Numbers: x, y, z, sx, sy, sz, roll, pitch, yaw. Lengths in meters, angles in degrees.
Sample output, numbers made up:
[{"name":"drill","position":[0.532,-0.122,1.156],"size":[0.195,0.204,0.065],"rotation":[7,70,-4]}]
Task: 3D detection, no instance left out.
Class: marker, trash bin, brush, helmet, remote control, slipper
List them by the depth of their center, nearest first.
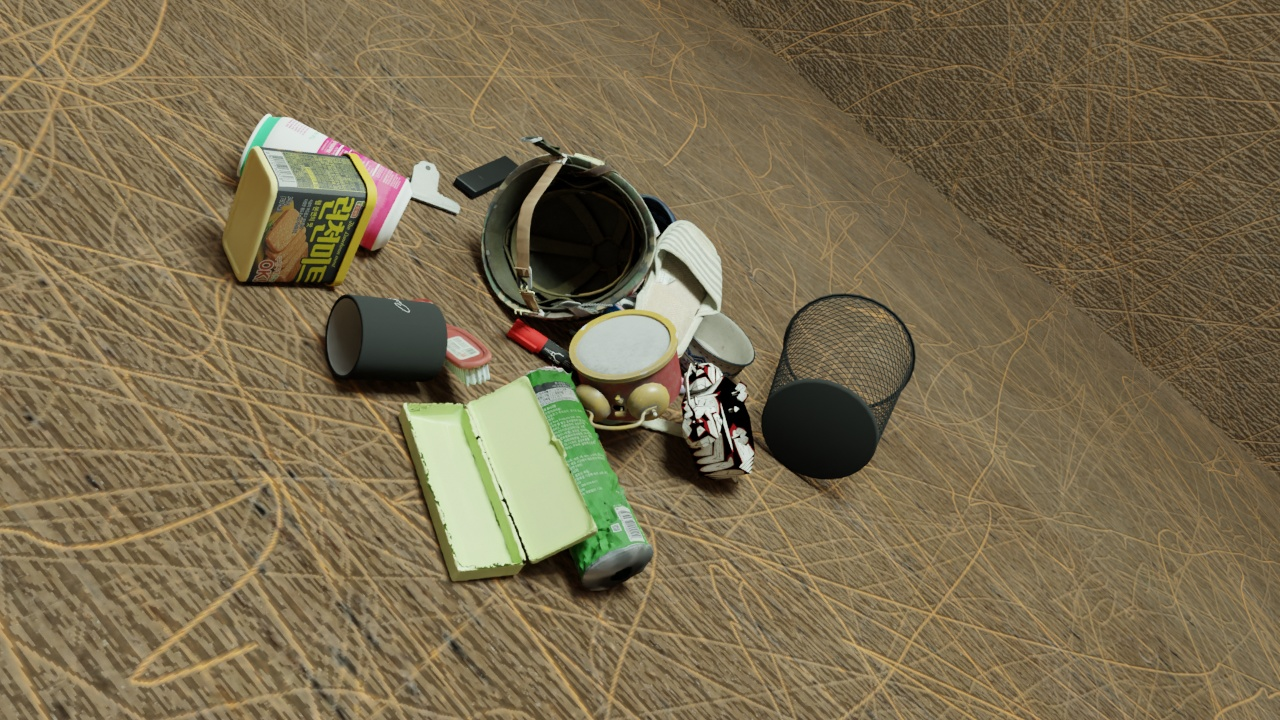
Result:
[{"name":"brush","position":[-0.198,-0.021,0.931],"size":[0.040,0.030,0.172],"rotation":[-18,33,-28]},{"name":"marker","position":[-0.087,0.002,1.052],"size":[0.145,0.021,0.023],"rotation":[34,53,-5]},{"name":"helmet","position":[-0.085,-0.141,1.063],"size":[0.225,0.192,0.235],"rotation":[9,1,37]},{"name":"brush","position":[0.017,0.074,1.071],"size":[0.217,0.012,0.033],"rotation":[17,36,-32]},{"name":"slipper","position":[0.051,-0.095,1.158],"size":[0.114,0.054,0.271],"rotation":[43,38,-18]},{"name":"trash bin","position":[0.255,0.039,1.210],"size":[0.184,0.185,0.209],"rotation":[37,36,0]},{"name":"remote control","position":[-0.210,-0.257,1.281],"size":[0.034,0.013,0.149],"rotation":[38,30,1]},{"name":"slipper","position":[0.013,-0.182,1.298],"size":[0.105,0.095,0.252],"rotation":[12,27,1]}]

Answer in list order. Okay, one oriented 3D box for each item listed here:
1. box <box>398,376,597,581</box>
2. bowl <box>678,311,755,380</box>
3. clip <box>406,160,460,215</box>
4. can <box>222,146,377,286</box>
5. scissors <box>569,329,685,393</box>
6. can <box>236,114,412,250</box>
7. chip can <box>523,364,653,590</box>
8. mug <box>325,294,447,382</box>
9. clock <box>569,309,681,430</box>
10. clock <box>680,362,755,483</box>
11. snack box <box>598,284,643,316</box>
[{"name":"box","position":[-0.133,0.105,0.834],"size":[0.140,0.048,0.187],"rotation":[-17,54,-20]},{"name":"bowl","position":[0.088,-0.015,1.214],"size":[0.115,0.059,0.115],"rotation":[26,33,-18]},{"name":"clip","position":[-0.278,-0.219,1.160],"size":[0.101,0.041,0.054],"rotation":[18,54,-31]},{"name":"can","position":[-0.331,-0.137,0.885],"size":[0.100,0.131,0.072],"rotation":[-4,50,-45]},{"name":"scissors","position":[-0.013,0.011,1.114],"size":[0.170,0.014,0.167],"rotation":[30,25,-15]},{"name":"can","position":[-0.337,-0.191,0.990],"size":[0.166,0.088,0.088],"rotation":[27,32,-17]},{"name":"chip can","position":[-0.061,0.110,0.882],"size":[0.075,0.076,0.223],"rotation":[6,43,-41]},{"name":"mug","position":[-0.251,-0.026,0.880],"size":[0.087,0.078,0.114],"rotation":[4,18,-43]},{"name":"clock","position":[-0.015,0.023,0.991],"size":[0.117,0.081,0.158],"rotation":[-2,40,12]},{"name":"clock","position":[0.089,0.064,1.035],"size":[0.155,0.065,0.114],"rotation":[55,29,-42]},{"name":"snack box","position":[0.005,-0.072,1.226],"size":[0.088,0.033,0.153],"rotation":[41,30,16]}]
